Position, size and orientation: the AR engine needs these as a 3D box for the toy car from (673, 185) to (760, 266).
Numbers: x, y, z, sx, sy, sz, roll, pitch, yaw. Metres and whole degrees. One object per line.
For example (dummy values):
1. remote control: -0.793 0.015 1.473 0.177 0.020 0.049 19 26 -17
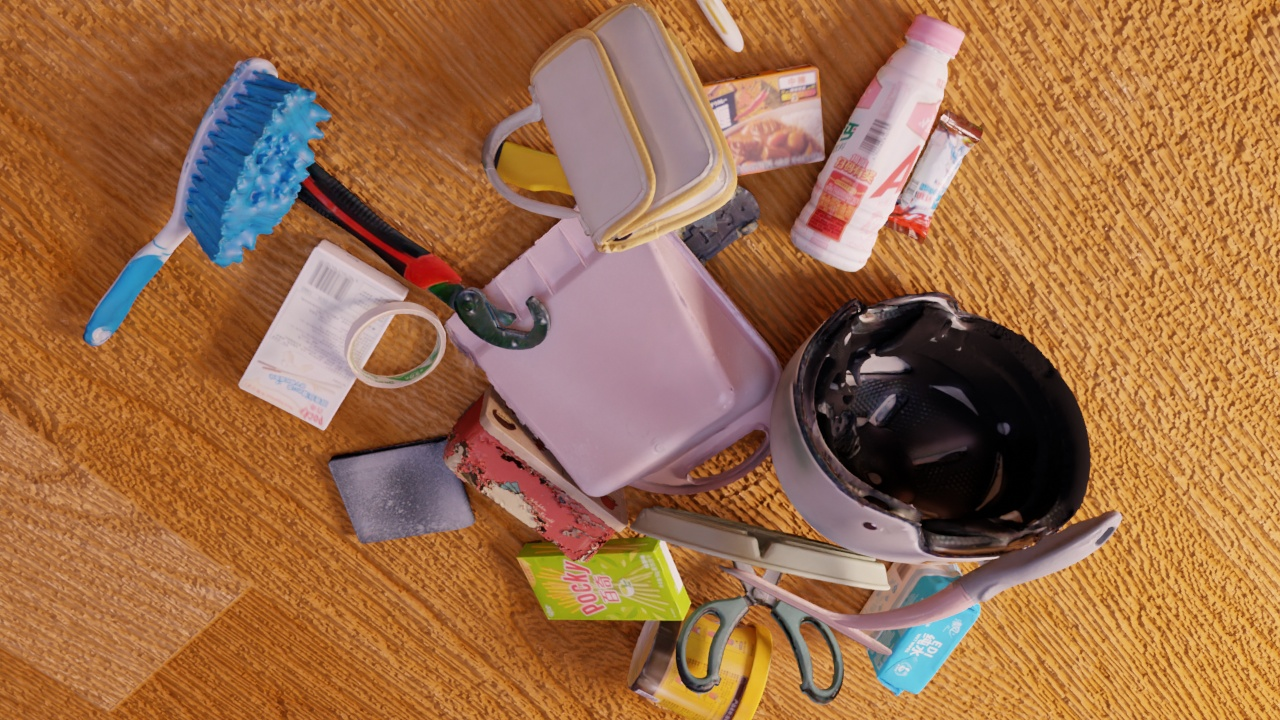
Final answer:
1. toy car: 0.057 -0.110 0.767 0.091 0.034 0.043 -36 108 16

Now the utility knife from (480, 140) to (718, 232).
1. utility knife: -0.033 -0.135 0.720 0.209 0.015 0.033 19 99 18

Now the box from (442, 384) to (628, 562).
1. box: -0.098 0.110 0.834 0.168 0.091 0.076 40 104 -17

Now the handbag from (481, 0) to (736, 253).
1. handbag: -0.035 -0.162 0.685 0.179 0.063 0.163 -25 75 14

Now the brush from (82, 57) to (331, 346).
1. brush: -0.362 -0.106 0.743 0.109 0.060 0.315 41 108 20

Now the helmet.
1. helmet: 0.220 0.071 0.771 0.273 0.229 0.157 0 155 -28

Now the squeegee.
1. squeegee: 0.227 0.165 0.670 0.250 0.040 0.247 -28 137 28

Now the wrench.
1. wrench: -0.194 -0.091 0.756 0.273 0.016 0.056 34 113 -4

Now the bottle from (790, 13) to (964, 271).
1. bottle: 0.189 -0.170 0.726 0.068 0.068 0.197 20 110 -10

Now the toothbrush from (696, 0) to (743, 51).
1. toothbrush: 0.023 -0.311 0.681 0.016 0.018 0.191 -33 112 15

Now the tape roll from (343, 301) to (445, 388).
1. tape roll: -0.212 -0.013 0.797 0.085 0.014 0.086 -17 135 -19

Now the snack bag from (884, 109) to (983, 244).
1. snack bag: 0.241 -0.150 0.757 0.048 0.026 0.104 18 114 -22

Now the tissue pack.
1. tissue pack: 0.276 0.255 0.911 0.063 0.089 0.140 21 113 -11

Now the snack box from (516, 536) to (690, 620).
1. snack box: -0.037 0.213 0.889 0.157 0.026 0.086 -8 116 28

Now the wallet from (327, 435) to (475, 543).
1. wallet: -0.228 0.125 0.880 0.121 0.019 0.097 -10 113 5

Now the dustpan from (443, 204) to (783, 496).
1. dustpan: -0.005 0.005 0.816 0.223 0.138 0.273 -34 84 25

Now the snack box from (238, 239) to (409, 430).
1. snack box: -0.278 -0.020 0.805 0.084 0.026 0.157 31 111 -15

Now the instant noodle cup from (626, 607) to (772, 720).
1. instant noodle cup: 0.056 0.305 0.920 0.114 0.118 0.119 22 113 -3

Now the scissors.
1. scissors: 0.103 0.264 0.877 0.181 0.170 0.019 -21 155 -18

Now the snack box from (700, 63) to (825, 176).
1. snack box: 0.068 -0.186 0.736 0.154 0.026 0.075 -9 114 3

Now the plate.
1. plate: 0.104 0.162 0.807 0.230 0.230 0.027 14 83 -8
